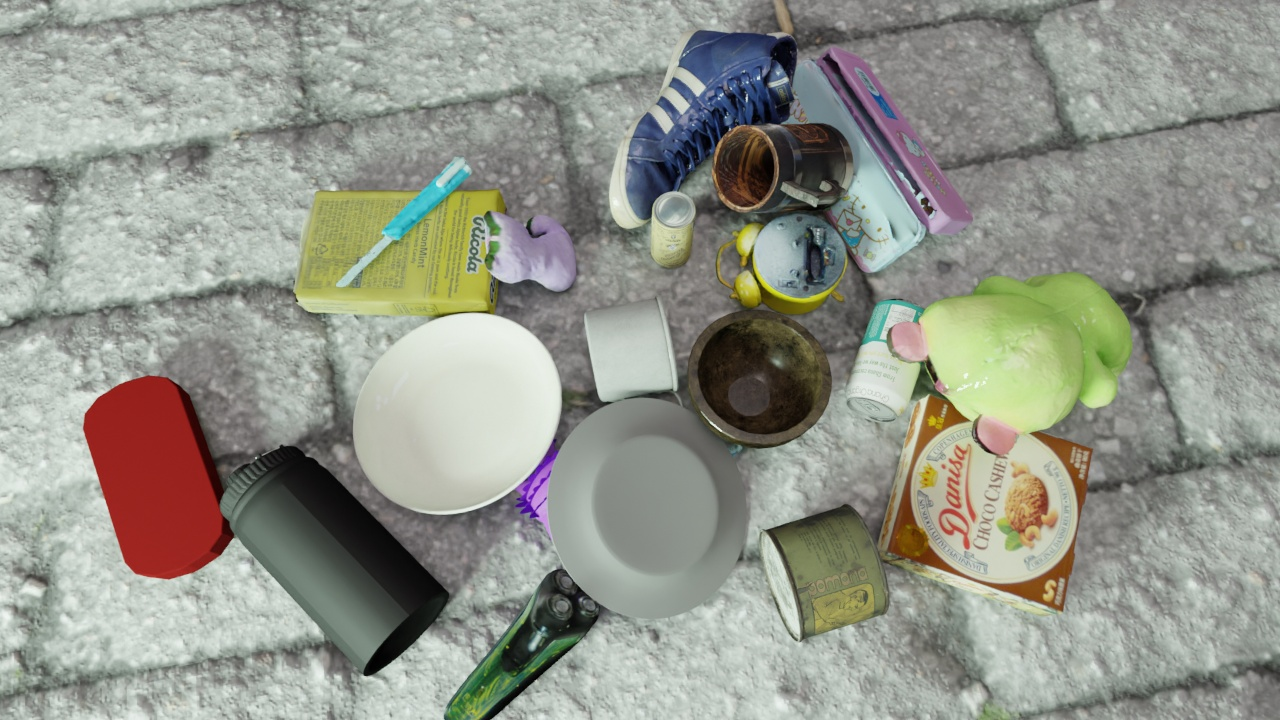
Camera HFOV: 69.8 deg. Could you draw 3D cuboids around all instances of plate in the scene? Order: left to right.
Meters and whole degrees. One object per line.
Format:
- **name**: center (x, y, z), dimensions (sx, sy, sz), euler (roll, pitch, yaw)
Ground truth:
- **plate**: center (-0.152, 0.047, 0.783), dimensions (0.182, 0.034, 0.182), euler (-4, 64, 9)
- **plate**: center (0.011, 0.117, 0.743), dimensions (0.178, 0.012, 0.178), euler (6, 74, -23)

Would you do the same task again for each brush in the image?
- **brush**: center (-0.401, 0.098, 0.772), dimensions (0.082, 0.042, 0.173), euler (-25, 72, -9)

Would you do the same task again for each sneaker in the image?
- **sneaker**: center (0.071, -0.212, 0.841), dimensions (0.119, 0.091, 0.232), euler (8, 59, 28)

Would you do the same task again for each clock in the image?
- **clock**: center (0.128, -0.086, 0.829), dimensions (0.119, 0.057, 0.083), euler (4, 71, 1)

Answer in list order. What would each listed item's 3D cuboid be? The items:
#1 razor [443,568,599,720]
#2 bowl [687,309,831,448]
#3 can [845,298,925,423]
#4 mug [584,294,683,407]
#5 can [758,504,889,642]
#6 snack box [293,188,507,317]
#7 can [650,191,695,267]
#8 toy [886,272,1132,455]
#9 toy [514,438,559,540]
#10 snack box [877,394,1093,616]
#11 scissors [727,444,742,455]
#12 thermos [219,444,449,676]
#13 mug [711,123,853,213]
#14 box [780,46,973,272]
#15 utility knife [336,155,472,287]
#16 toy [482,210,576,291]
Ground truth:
- **razor**: center (-0.097, 0.230, 0.715), dimensions (0.054, 0.067, 0.151), euler (43, 84, 15)
- **bowl**: center (0.098, 0.023, 0.790), dimensions (0.121, 0.056, 0.121), euler (1, 67, -3)
- **can**: center (0.217, -0.001, 0.800), dimensions (0.055, 0.055, 0.101), euler (22, 72, 7)
- **mug**: center (-0.005, 0.005, 0.792), dimensions (0.070, 0.084, 0.113), euler (-11, 103, -1)
- **can**: center (0.144, 0.166, 0.723), dimensions (0.074, 0.090, 0.089), euler (-15, 71, -6)
- **snack box**: center (-0.219, -0.098, 0.841), dimensions (0.181, 0.045, 0.121), euler (1, 68, 2)
- **can**: center (0.029, -0.116, 0.828), dimensions (0.038, 0.079, 0.038), euler (0, 70, 0)
- **toy**: center (0.321, -0.013, 0.761), dimensions (0.196, 0.107, 0.150), euler (-23, 68, -36)
- **toy**: center (-0.061, 0.100, 0.763), dimensions (0.088, 0.056, 0.106), euler (-45, 51, -1)
- **snack box**: center (0.286, 0.119, 0.765), dimensions (0.147, 0.041, 0.143), euler (18, 72, 6)
- **scissors**: center (0.036, 0.110, 0.785), dimensions (0.139, 0.013, 0.118), euler (-24, 71, -10)
- **thermos**: center (-0.253, 0.148, 0.731), dimensions (0.198, 0.086, 0.086), euler (41, 75, 13)
- **mug**: center (0.139, -0.164, 0.812), dimensions (0.107, 0.080, 0.116), euler (-13, 37, -43)
- **box**: center (0.213, -0.190, 0.883), dimensions (0.090, 0.091, 0.214), euler (-7, 63, -49)
- **utility knife**: center (-0.211, -0.125, 0.816), dimensions (0.022, 0.015, 0.166), euler (36, 70, 16)
- **toy**: center (-0.101, -0.102, 0.827), dimensions (0.099, 0.037, 0.080), euler (13, 60, -42)
